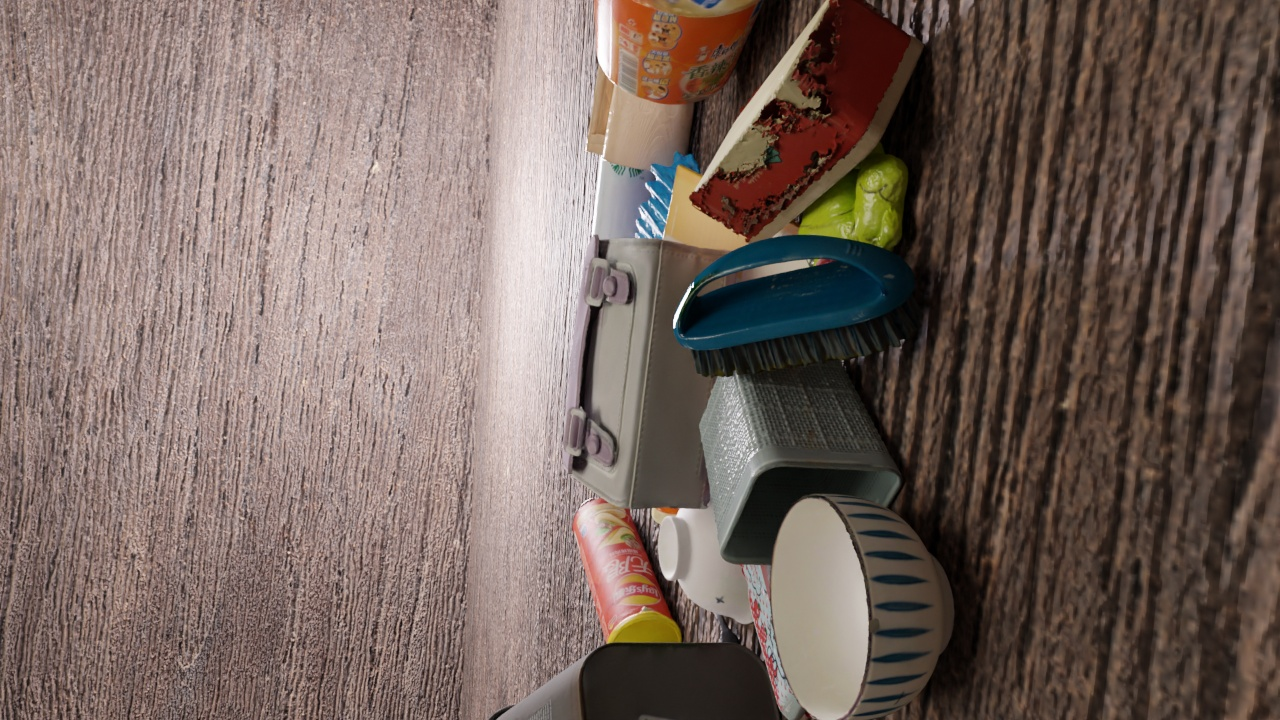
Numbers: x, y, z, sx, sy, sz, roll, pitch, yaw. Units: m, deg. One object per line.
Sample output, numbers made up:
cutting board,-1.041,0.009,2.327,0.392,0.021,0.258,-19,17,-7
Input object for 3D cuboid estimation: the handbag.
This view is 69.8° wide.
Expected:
handbag,-0.004,0.004,0.719,0.145,0.098,0.197,-166,82,-65

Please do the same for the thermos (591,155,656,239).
thermos,-0.011,-0.221,0.988,0.073,0.073,0.224,-129,44,-67

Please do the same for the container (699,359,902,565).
container,0.091,0.055,0.566,0.111,0.090,0.090,-100,20,-48

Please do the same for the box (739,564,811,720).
box,0.085,0.130,0.612,0.087,0.047,0.200,86,174,-46

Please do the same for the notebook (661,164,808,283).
notebook,0.067,-0.055,0.709,0.206,0.010,0.146,43,128,52

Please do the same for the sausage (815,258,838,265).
sausage,0.101,-0.017,0.591,0.156,0.020,0.020,107,159,-53

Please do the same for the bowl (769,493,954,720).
bowl,0.120,0.128,0.483,0.116,0.066,0.116,-179,91,-75

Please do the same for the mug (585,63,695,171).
mug,-0.003,-0.247,0.903,0.125,0.084,0.104,26,114,41

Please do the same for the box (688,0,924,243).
box,0.087,-0.145,0.566,0.091,0.077,0.169,-62,7,-20

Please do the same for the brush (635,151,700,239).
brush,0.030,-0.027,0.856,0.109,0.060,0.315,-124,37,-59

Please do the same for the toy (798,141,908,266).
toy,0.127,-0.085,0.554,0.100,0.031,0.097,-161,72,-68

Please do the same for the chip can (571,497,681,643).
chip can,-0.020,0.225,0.948,0.216,0.073,0.073,-122,38,-63

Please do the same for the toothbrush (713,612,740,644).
toothbrush,0.056,0.195,0.794,0.189,0.014,0.016,-116,8,-61

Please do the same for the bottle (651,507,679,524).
bottle,0.031,0.093,0.818,0.066,0.066,0.150,-124,32,-64

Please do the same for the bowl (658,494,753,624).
bowl,0.051,0.147,0.723,0.118,0.064,0.118,-178,91,-75

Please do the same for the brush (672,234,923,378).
brush,0.081,-0.035,0.519,0.073,0.144,0.055,60,-144,-29

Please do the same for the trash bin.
trash bin,-0.007,0.325,0.693,0.220,0.198,0.198,120,149,-48

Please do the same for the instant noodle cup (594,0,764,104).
instant noodle cup,0.028,-0.290,0.744,0.112,0.151,0.151,104,163,-60
